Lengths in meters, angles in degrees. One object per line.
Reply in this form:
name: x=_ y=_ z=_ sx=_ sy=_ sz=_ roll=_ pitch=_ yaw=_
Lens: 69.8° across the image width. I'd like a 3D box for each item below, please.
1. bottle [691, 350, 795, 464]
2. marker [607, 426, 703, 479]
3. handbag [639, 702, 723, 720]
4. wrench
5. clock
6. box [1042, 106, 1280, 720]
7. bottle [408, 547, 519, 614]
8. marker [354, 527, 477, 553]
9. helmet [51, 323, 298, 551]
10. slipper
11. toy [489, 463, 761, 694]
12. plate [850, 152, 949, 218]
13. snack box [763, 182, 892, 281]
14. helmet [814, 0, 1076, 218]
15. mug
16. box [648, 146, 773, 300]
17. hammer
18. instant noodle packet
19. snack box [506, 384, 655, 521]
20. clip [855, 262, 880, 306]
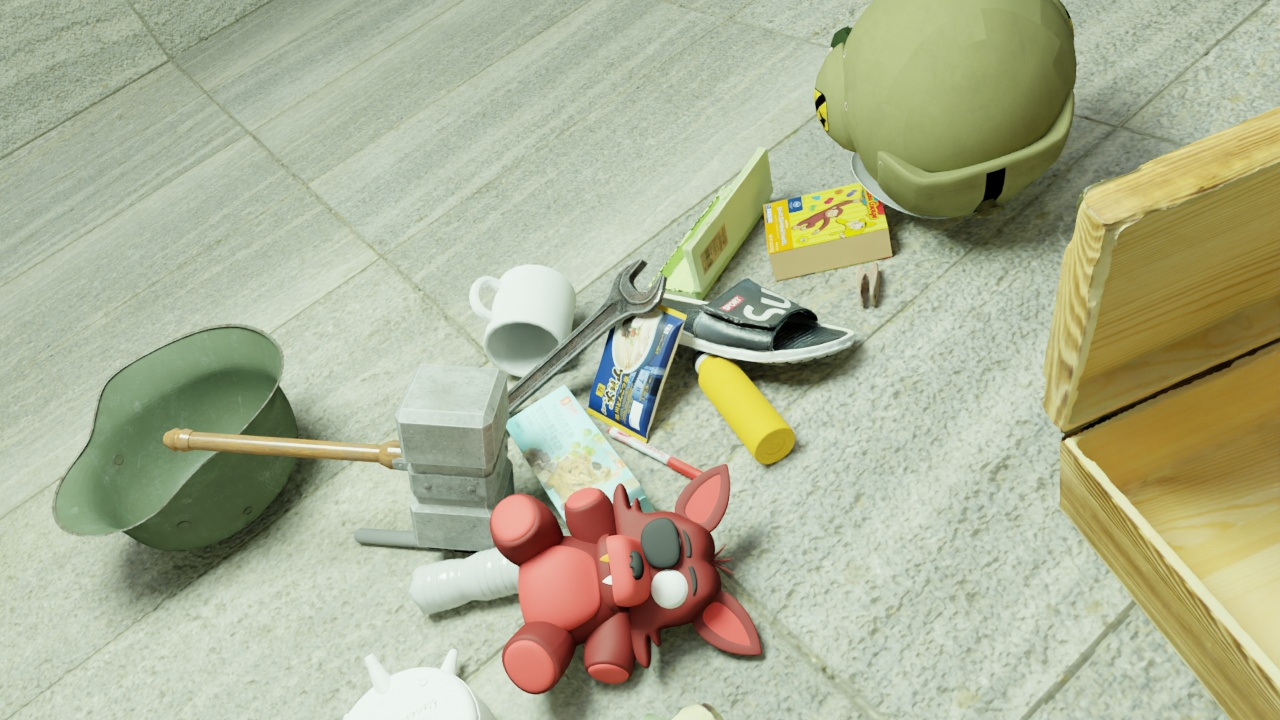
bottle: x=0.093 y=0.037 z=0.878 sx=0.043 sy=0.043 sz=0.143 roll=-30 pitch=43 yaw=-6
marker: x=0.020 y=0.092 z=0.881 sx=0.142 sy=0.013 sz=0.012 roll=23 pitch=60 yaw=39
handbag: x=0.016 y=0.313 z=0.586 sx=0.113 sy=0.117 sz=0.185 roll=8 pitch=50 yaw=30
wrench: x=-0.079 y=-0.006 z=0.944 sx=0.274 sy=0.010 sz=0.070 roll=-40 pitch=47 yaw=18
clock: x=-0.177 y=0.306 z=0.712 sx=0.125 sy=0.073 sz=0.161 roll=-31 pitch=43 yaw=-7
box: x=0.426 y=0.005 z=0.554 sx=0.279 sy=0.336 sz=0.286 roll=-25 pitch=41 yaw=2
bottle: x=-0.139 y=0.194 z=0.827 sx=0.136 sy=0.044 sz=0.044 roll=-15 pitch=43 yaw=10
marker: x=-0.222 y=0.176 z=0.903 sx=0.141 sy=0.016 sz=0.016 roll=-1 pitch=47 yaw=24
helmet: x=-0.473 y=0.107 z=0.982 sx=0.227 sy=0.154 sz=0.267 roll=25 pitch=57 yaw=35
slipper: x=0.085 y=-0.050 z=0.931 sx=0.264 sy=0.063 sz=0.111 roll=11 pitch=24 yaw=36
toy: x=-0.014 y=0.174 z=0.739 sx=0.197 sy=0.120 sz=0.158 roll=-11 pitch=70 yaw=7
plate: x=0.292 y=-0.194 z=1.005 sx=0.134 sy=0.011 sz=0.134 roll=9 pitch=46 yaw=-9
snack box: x=0.204 y=-0.143 z=1.009 sx=0.126 sy=0.040 sz=0.088 roll=-11 pitch=44 yaw=14
helmet: x=0.305 y=-0.254 z=0.898 sx=0.250 sy=0.256 sz=0.232 roll=-17 pitch=40 yaw=10
mug: x=-0.134 y=-0.050 z=1.013 sx=0.091 sy=0.121 sz=0.090 roll=-41 pitch=30 yaw=37
box: x=0.079 y=-0.157 z=1.053 sx=0.082 sy=0.098 sz=0.187 roll=14 pitch=52 yaw=33
hammer: x=-0.282 y=0.083 z=0.842 sx=0.318 sy=0.163 sz=0.082 roll=4 pitch=35 yaw=3
instant noodle packet: x=-0.005 y=0.005 z=0.921 sx=0.087 sy=0.026 sz=0.134 roll=25 pitch=102 yaw=39
snack box: x=-0.061 y=0.101 z=0.879 sx=0.075 sy=0.053 sz=0.174 roll=-32 pitch=44 yaw=-9
clip: x=0.231 y=-0.080 z=0.948 sx=0.049 sy=0.026 sz=0.061 roll=26 pitch=60 yaw=41
